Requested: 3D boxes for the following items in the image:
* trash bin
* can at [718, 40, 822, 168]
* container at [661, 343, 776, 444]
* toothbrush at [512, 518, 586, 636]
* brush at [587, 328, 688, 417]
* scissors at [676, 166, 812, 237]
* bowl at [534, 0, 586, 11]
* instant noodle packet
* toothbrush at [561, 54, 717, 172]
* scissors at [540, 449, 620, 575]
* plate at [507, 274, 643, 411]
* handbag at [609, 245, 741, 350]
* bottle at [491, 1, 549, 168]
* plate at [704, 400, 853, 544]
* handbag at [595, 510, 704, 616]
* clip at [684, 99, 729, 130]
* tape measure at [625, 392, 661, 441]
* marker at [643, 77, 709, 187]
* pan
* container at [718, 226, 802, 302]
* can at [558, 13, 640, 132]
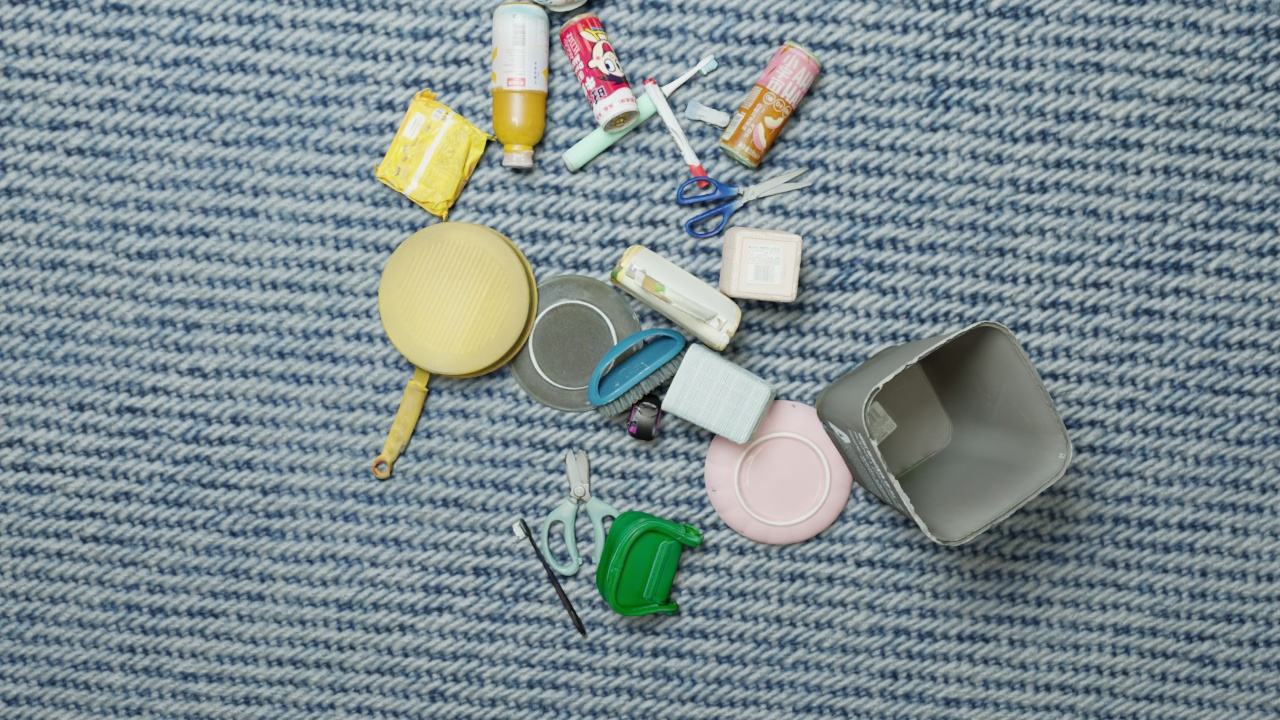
[{"bbox_3d":[0.326,0.075,1.061,0.198,0.220,0.199,-31,96,-8],"label":"trash bin"},{"bbox_3d":[0.156,-0.308,1.110,0.058,0.058,0.147,34,97,-3],"label":"can"},{"bbox_3d":[0.100,0.043,1.126,0.111,0.090,0.090,26,96,14],"label":"container"},{"bbox_3d":[-0.119,0.290,1.215,0.018,0.015,0.181,-29,95,11],"label":"toothbrush"},{"bbox_3d":[-0.007,0.007,1.139,0.143,0.055,0.073,-35,119,-7],"label":"brush"},{"bbox_3d":[0.125,-0.214,1.137,0.173,0.012,0.132,-44,112,11],"label":"scissors"},{"bbox_3d":[-0.094,-0.456,1.087,0.113,0.113,0.062,-12,140,3],"label":"bowl"},{"bbox_3d":[-0.254,-0.255,1.135,0.111,0.044,0.128,32,100,-9],"label":"instant noodle packet"},{"bbox_3d":[-0.002,-0.307,1.131,0.224,0.026,0.027,-35,119,5],"label":"toothbrush"},{"bbox_3d":[-0.063,0.197,1.201,0.143,0.019,0.180,5,96,1],"label":"scissors"},{"bbox_3d":[-0.086,-0.021,1.170,0.179,0.024,0.179,0,97,1],"label":"plate"},{"bbox_3d":[0.044,-0.077,1.083,0.163,0.178,0.063,32,93,-2],"label":"handbag"},{"bbox_3d":[-0.146,-0.330,1.110,0.068,0.068,0.189,2,97,1],"label":"bottle"},{"bbox_3d":[0.179,0.148,1.177,0.192,0.039,0.192,0,97,1],"label":"plate"},{"bbox_3d":[0.011,0.262,1.175,0.120,0.068,0.131,14,96,-21],"label":"handbag"},{"bbox_3d":[0.083,-0.302,1.133,0.057,0.032,0.025,23,95,2],"label":"clip"},{"bbox_3d":[0.004,0.072,1.162,0.039,0.057,0.058,13,107,0],"label":"tape measure"},{"bbox_3d":[0.044,-0.277,1.122,0.017,0.017,0.145,-31,109,5],"label":"marker"},{"bbox_3d":[-0.264,-0.005,1.165,0.198,0.078,0.357,27,91,5],"label":"pan"},{"bbox_3d":[0.146,-0.115,1.108,0.090,0.111,0.090,6,97,0],"label":"container"},{"bbox_3d":[-0.049,-0.343,1.099,0.053,0.053,0.132,-24,82,4],"label":"can"}]
